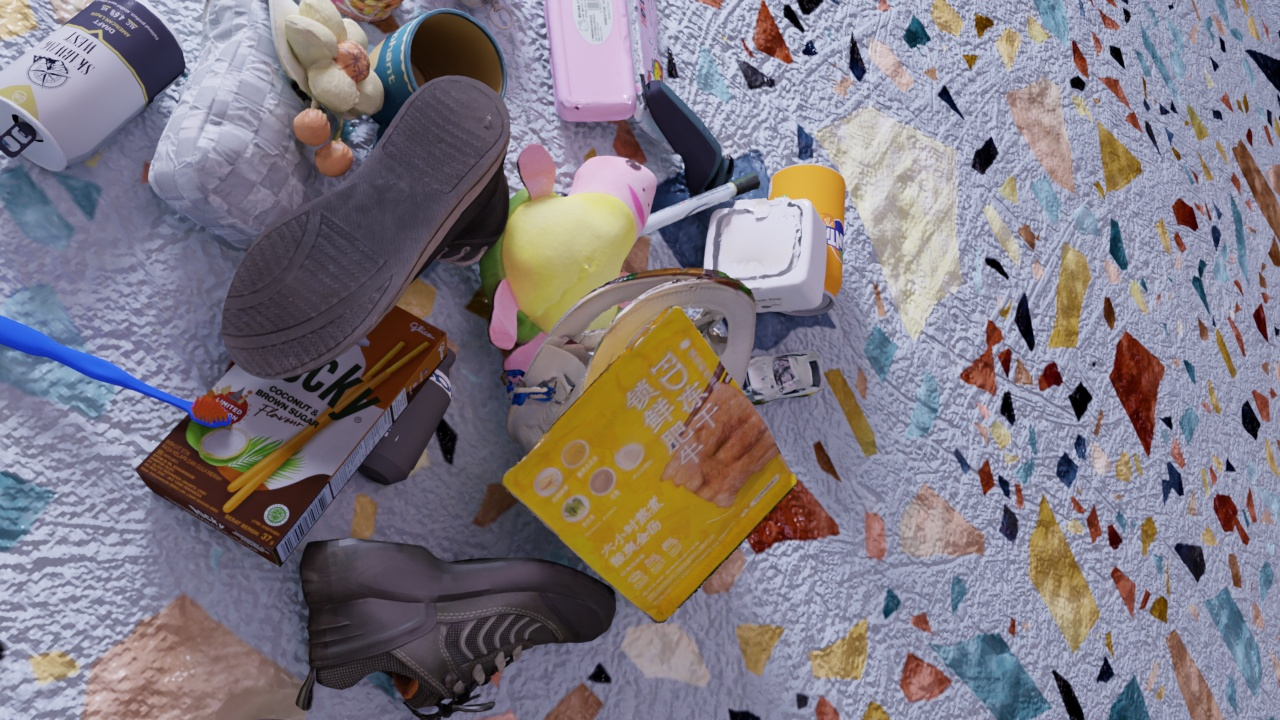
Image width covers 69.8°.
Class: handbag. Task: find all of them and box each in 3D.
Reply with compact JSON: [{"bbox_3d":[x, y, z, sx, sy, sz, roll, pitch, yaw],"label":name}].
[{"bbox_3d":[-0.245,-0.164,0.622,0.112,0.123,0.171,46,50,-59],"label":"handbag"},{"bbox_3d":[-0.004,0.004,0.712,0.200,0.200,0.093,-11,47,-40],"label":"handbag"}]

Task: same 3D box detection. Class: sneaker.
[{"bbox_3d":[-0.174,-0.076,0.624,0.095,0.120,0.234,34,79,4],"label":"sneaker"},{"bbox_3d":[-0.120,0.205,0.630,0.237,0.101,0.142,15,71,-32],"label":"sneaker"}]

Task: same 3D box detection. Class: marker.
[{"bbox_3d":[0.050,-0.147,0.871,0.146,0.017,0.017,-24,92,-17],"label":"marker"}]

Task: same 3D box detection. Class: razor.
[{"bbox_3d":[0.044,-0.208,0.870,0.143,0.052,0.047,43,32,-42],"label":"razor"}]

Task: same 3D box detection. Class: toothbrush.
[{"bbox_3d":[-0.338,0.000,0.556,0.182,0.018,0.016,25,57,-14],"label":"toothbrush"}]

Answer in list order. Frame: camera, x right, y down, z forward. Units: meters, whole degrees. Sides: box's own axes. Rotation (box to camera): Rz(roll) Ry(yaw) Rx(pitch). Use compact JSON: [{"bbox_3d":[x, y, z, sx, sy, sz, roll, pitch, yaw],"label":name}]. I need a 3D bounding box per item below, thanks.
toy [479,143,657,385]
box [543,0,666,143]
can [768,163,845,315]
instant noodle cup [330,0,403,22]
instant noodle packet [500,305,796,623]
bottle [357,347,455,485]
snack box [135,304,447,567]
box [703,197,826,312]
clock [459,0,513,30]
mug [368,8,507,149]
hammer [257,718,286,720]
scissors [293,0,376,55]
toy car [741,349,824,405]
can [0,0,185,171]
[{"bbox_3d":[-0.059,-0.087,0.759,0.190,0.088,0.237,48,54,-30],"label":"toy"},{"bbox_3d":[-0.023,-0.314,0.861,0.149,0.073,0.201,1,78,-36],"label":"box"},{"bbox_3d":[0.168,-0.124,0.938,0.079,0.079,0.142,19,67,-31],"label":"can"},{"bbox_3d":[-0.201,-0.321,0.707,0.097,0.109,0.097,11,71,-33],"label":"instant noodle cup"},{"bbox_3d":[0.007,0.074,0.660,0.163,0.084,0.221,-43,141,-7],"label":"instant noodle packet"},{"bbox_3d":[-0.169,0.037,0.672,0.047,0.047,0.112,37,59,-23],"label":"bottle"},{"bbox_3d":[-0.225,0.031,0.614,0.101,0.032,0.185,28,58,7],"label":"snack box"},{"bbox_3d":[0.115,-0.104,0.865,0.076,0.107,0.102,40,53,-59],"label":"box"},{"bbox_3d":[-0.148,-0.357,0.785,0.103,0.061,0.157,-30,94,-37],"label":"clock"},{"bbox_3d":[-0.170,-0.199,0.697,0.084,0.104,0.112,26,77,-40],"label":"mug"},{"bbox_3d":[-0.234,0.370,0.501,0.190,0.101,0.324,19,67,-31],"label":"hammer"},{"bbox_3d":[-0.231,-0.256,0.728,0.175,0.033,0.078,6,72,-39],"label":"scissors"},{"bbox_3d":[0.143,0.015,0.914,0.105,0.033,0.048,-7,83,-36],"label":"toy car"},{"bbox_3d":[-0.355,-0.175,0.584,0.064,0.064,0.127,42,57,-20],"label":"can"}]
